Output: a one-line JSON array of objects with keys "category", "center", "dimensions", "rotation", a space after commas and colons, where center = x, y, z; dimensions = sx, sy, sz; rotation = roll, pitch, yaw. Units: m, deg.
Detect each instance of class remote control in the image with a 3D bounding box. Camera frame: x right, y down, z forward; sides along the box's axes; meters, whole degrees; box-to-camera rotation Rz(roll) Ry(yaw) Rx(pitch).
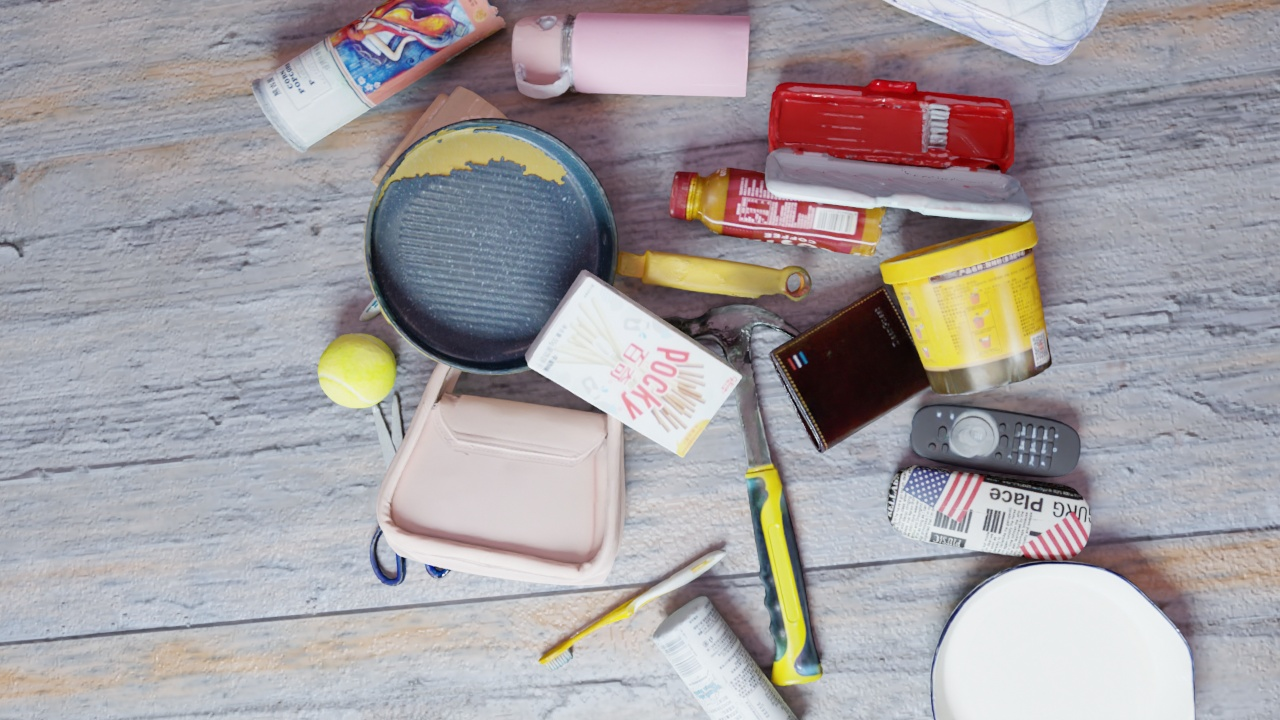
[{"category": "remote control", "center": [0.293, 0.066, 0.765], "dimensions": [0.136, 0.024, 0.053], "rotation": [8, 91, 7]}]

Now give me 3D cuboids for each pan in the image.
[{"category": "pan", "center": [-0.036, -0.080, 0.736], "dimensions": [0.357, 0.078, 0.198], "rotation": [5, 96, -20]}]

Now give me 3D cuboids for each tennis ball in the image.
[{"category": "tennis ball", "center": [-0.245, 0.009, 0.795], "dimensions": [0.065, 0.065, 0.065], "rotation": [0, 89, 5]}]

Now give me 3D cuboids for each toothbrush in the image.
[{"category": "toothbrush", "center": [-0.006, 0.216, 0.794], "dimensions": [0.191, 0.016, 0.018], "rotation": [-32, 97, 4]}, {"category": "toothbrush", "center": [-0.185, -0.104, 0.818], "dimensions": [0.191, 0.016, 0.018], "rotation": [-45, 75, 3]}]

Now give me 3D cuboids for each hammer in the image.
[{"category": "hammer", "center": [0.108, 0.110, 0.777], "dimensions": [0.126, 0.032, 0.323], "rotation": [-11, 88, 6]}]

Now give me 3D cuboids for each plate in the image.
[{"category": "plate", "center": [0.337, 0.263, 0.746], "dimensions": [0.205, 0.045, 0.205], "rotation": [0, 88, 5]}]

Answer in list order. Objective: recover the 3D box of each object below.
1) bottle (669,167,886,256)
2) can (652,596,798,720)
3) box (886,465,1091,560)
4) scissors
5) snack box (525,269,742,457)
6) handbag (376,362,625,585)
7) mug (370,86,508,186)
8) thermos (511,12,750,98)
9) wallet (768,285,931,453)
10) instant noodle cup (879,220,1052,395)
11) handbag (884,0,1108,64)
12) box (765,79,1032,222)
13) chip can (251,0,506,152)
[{"category": "bottle", "center": [0.113, -0.127, 0.769], "dimensions": [0.175, 0.057, 0.057], "rotation": [9, 89, 5]}, {"category": "can", "center": [0.075, 0.271, 0.763], "dimensions": [0.058, 0.058, 0.146], "rotation": [-37, 86, 3]}, {"category": "box", "center": [0.287, 0.125, 0.760], "dimensions": [0.164, 0.052, 0.068], "rotation": [10, 79, 4]}, {"category": "scissors", "center": [-0.203, 0.115, 0.816], "dimensions": [0.133, 0.012, 0.172], "rotation": [18, 90, 7]}, {"category": "snack box", "center": [-0.004, 0.004, 0.727], "dimensions": [0.156, 0.027, 0.085], "rotation": [32, 99, -21]}, {"category": "handbag", "center": [-0.100, 0.062, 0.766], "dimensions": [0.193, 0.093, 0.233], "rotation": [9, 74, 0]}, {"category": "mug", "center": [-0.166, -0.172, 0.783], "dimensions": [0.125, 0.084, 0.103], "rotation": [33, 85, 40]}, {"category": "thermos", "center": [-0.008, -0.252, 0.773], "dimensions": [0.198, 0.067, 0.087], "rotation": [3, 54, 4]}, {"category": "wallet", "center": [0.176, 0.007, 0.759], "dimensions": [0.122, 0.020, 0.096], "rotation": [-29, 96, -15]}, {"category": "instant noodle cup", "center": [0.264, -0.040, 0.728], "dimensions": [0.118, 0.118, 0.114], "rotation": [-17, 94, 4]}, {"category": "handbag", "center": [0.295, -0.337, 0.748], "dimensions": [0.194, 0.075, 0.134], "rotation": [24, 91, 5]}, {"category": "box", "center": [0.202, -0.165, 0.739], "dimensions": [0.201, 0.058, 0.160], "rotation": [6, 51, 4]}, {"category": "chip can", "center": [-0.224, -0.266, 0.797], "dimensions": [0.215, 0.071, 0.071], "rotation": [-30, 86, 3]}]
